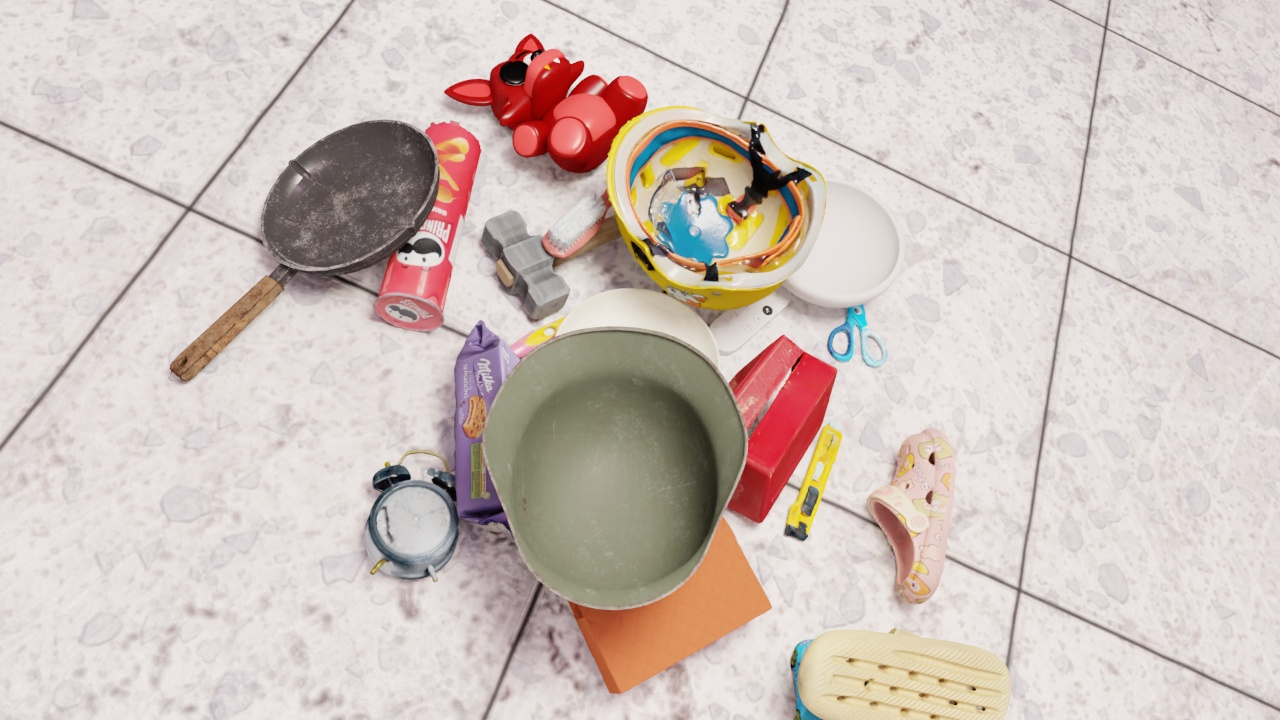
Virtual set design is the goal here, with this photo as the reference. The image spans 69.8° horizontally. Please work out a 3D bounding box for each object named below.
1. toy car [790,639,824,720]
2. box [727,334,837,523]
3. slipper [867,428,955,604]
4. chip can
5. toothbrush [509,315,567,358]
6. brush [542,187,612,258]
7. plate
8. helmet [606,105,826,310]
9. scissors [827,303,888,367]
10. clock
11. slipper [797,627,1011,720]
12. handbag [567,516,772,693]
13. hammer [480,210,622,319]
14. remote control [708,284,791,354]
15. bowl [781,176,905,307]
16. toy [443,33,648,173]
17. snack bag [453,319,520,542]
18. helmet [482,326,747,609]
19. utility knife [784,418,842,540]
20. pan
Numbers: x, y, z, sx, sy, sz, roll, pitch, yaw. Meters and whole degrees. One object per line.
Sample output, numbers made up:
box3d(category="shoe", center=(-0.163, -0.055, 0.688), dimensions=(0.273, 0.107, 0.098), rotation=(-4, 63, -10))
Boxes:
box3d(category="toy car", center=(0.178, 0.331, 0.912), dimensions=(0.048, 0.032, 0.105), rotation=(8, 65, -13))
box3d(category="box", center=(0.133, 0.073, 0.965), dimensions=(0.122, 0.137, 0.157), rotation=(39, 63, 4))
box3d(category="slipper", center=(0.289, 0.161, 0.995), dimensions=(0.081, 0.093, 0.196), rotation=(12, 63, 2))
box3d(category="chip can", center=(-0.226, -0.150, 0.998), dimensions=(0.073, 0.073, 0.232), rotation=(12, 63, -10))
box3d(category="toothbrush", center=(-0.094, -0.037, 1.017), dimensions=(0.135, 0.016, 0.021), rotation=(-34, 80, -24))
box3d(category="brush", center=(-0.048, -0.175, 1.033), dimensions=(0.041, 0.030, 0.171), rotation=(39, 55, 5))
box3d(category="plate", center=(-0.006, 0.006, 0.994), dimensions=(0.182, 0.034, 0.182), rotation=(2, 61, -4))
box3d(category="helmet", center=(0.071, -0.156, 1.020), dimensions=(0.240, 0.140, 0.208), rotation=(37, 71, 9))
box3d(category="scissors", center=(0.259, -0.057, 1.129), dimensions=(0.083, 0.015, 0.140), rotation=(3, 68, -12))
box3d(category="clock", center=(-0.215, 0.147, 0.876), dimensions=(0.090, 0.052, 0.129), rotation=(9, 59, -12))
box3d(category="slipper", center=(0.251, 0.321, 0.909), dimensions=(0.261, 0.079, 0.111), rotation=(19, 81, -25))
box3d(category="handbag", center=(0.024, 0.233, 0.896), dimensions=(0.171, 0.060, 0.109), rotation=(-23, 79, -21))
box3d(category="hammer", center=(-0.025, -0.159, 1.078), dimensions=(0.322, 0.051, 0.117), rotation=(-27, 75, -28))
box3d(category="remote control", center=(0.129, -0.054, 1.089), dimensions=(0.043, 0.013, 0.136), rotation=(46, 62, 8))
box3d(category="bowl", center=(0.227, -0.135, 1.120), dimensions=(0.176, 0.066, 0.176), rotation=(3, 65, -6))
box3d(category="toy", center=(-0.108, -0.309, 1.088), dimensions=(0.197, 0.121, 0.158), rotation=(38, 64, 13))
box3d(category="snack bag", center=(-0.145, 0.072, 0.905), dimensions=(0.058, 0.096, 0.205), rotation=(-11, 66, 11))
box3d(category="helmet", center=(-0.024, 0.120, 0.842), dimensions=(0.227, 0.154, 0.267), rotation=(1, 51, -1))
box3d(category="utility knife", center=(0.195, 0.130, 1.022), dimensions=(0.030, 0.017, 0.155), rotation=(32, 58, -10))
box3d(category="pan", center=(-0.345, -0.110, 0.943), dimensions=(0.208, 0.040, 0.356), rotation=(29, 72, 30))
